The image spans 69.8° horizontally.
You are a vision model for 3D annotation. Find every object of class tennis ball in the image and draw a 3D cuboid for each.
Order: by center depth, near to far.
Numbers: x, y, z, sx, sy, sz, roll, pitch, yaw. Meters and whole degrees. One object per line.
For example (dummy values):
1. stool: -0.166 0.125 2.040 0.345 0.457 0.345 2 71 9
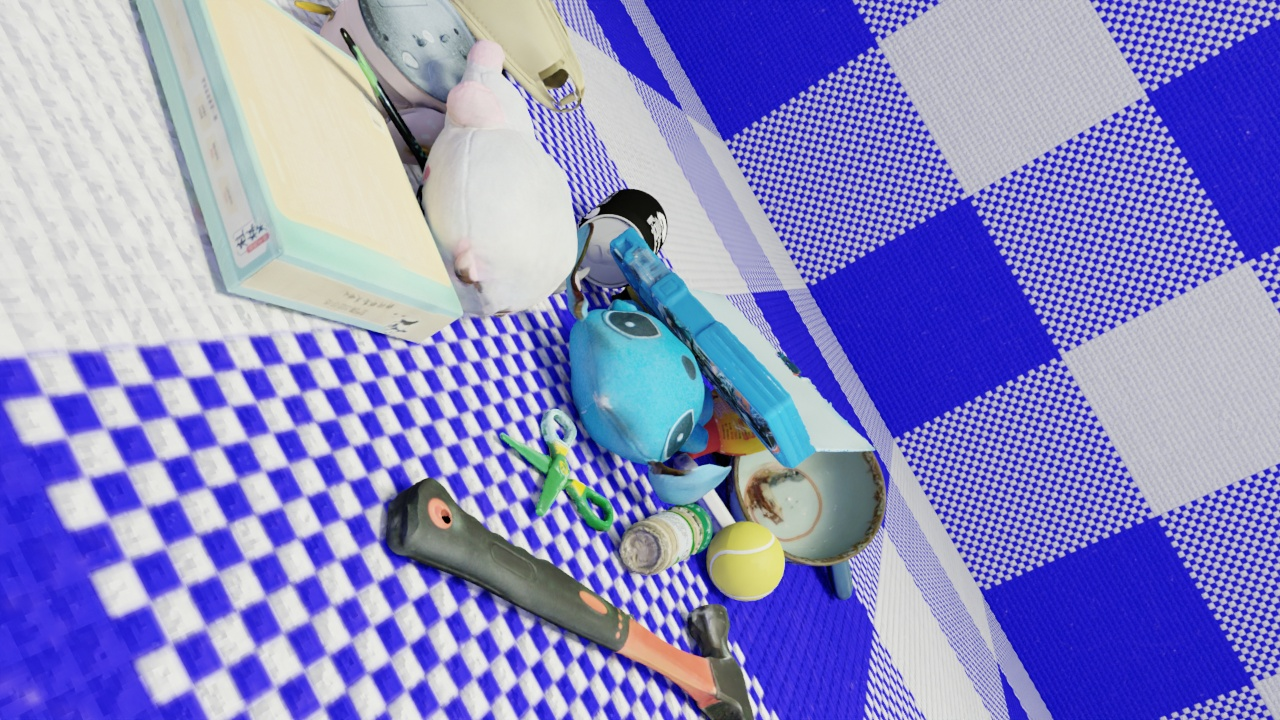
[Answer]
1. tennis ball: 0.088 0.168 0.768 0.065 0.065 0.065 52 19 -26

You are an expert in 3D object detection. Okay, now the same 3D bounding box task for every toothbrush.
1. toothbrush: -0.148 -0.143 0.593 0.188 0.017 0.014 70 -4 -62

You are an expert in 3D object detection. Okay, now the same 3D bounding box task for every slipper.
1. slipper: 0.203 0.187 1.090 0.103 0.059 0.214 -87 158 -75

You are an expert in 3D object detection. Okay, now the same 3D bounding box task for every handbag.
1. handbag: -0.130 -0.345 0.880 0.191 0.088 0.232 49 6 -34
2. handbag: 0.031 0.006 0.929 0.084 0.027 0.178 7 51 -60

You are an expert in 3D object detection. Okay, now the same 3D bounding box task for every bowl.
1. bowl: 0.153 0.135 0.925 0.160 0.159 0.094 65 -22 15

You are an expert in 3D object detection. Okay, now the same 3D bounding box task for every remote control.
1. remote control: 0.070 0.144 0.823 0.133 0.022 0.050 57 -4 -10

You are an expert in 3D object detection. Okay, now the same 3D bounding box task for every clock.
1. clock: -0.159 -0.199 0.652 0.158 0.059 0.116 58 30 -9

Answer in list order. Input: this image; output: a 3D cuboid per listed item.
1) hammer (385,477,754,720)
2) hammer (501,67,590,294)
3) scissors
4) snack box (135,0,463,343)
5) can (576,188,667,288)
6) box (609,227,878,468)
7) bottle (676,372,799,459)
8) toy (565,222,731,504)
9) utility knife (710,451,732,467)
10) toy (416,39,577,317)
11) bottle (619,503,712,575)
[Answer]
1. hammer: -0.023 0.155 0.539 0.333 0.033 0.133 43 24 -41
2. hammer: -0.114 -0.184 0.841 0.125 0.030 0.310 40 25 -48
3. scissors: -0.056 0.068 0.615 0.127 0.012 0.123 44 22 -47
4. snack box: -0.180 -0.111 0.496 0.193 0.044 0.141 65 17 18
5. can: -0.019 -0.124 0.921 0.080 0.080 0.145 57 17 -11
6. box: 0.077 -0.002 0.796 0.175 0.060 0.243 28 18 -49
7. bottle: 0.093 0.054 0.866 0.049 0.134 0.071 102 -31 -60
8. toy: -0.004 0.004 0.729 0.224 0.099 0.191 60 11 -2
9. utility knife: 0.095 0.109 0.973 0.174 0.020 0.028 54 19 -21
10. toy: -0.096 -0.119 0.603 0.139 0.101 0.179 67 16 -81
11. bottle: 0.020 0.131 0.677 0.042 0.043 0.109 63 17 11
